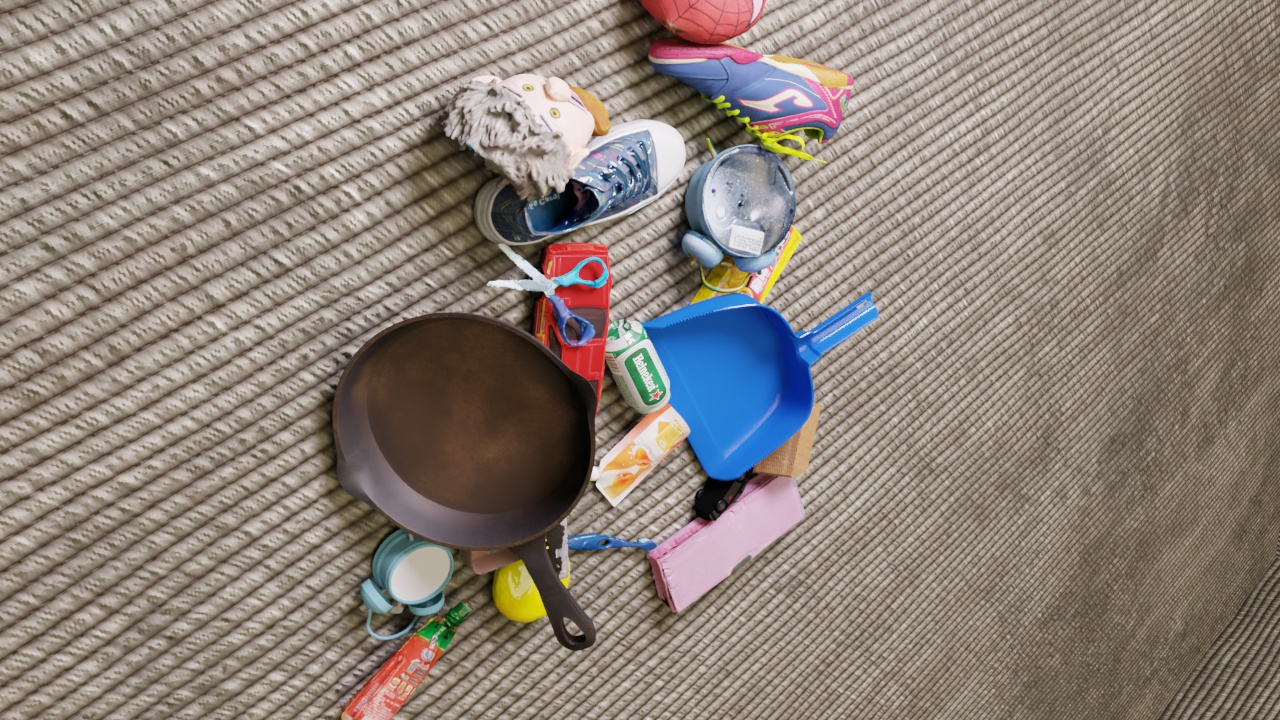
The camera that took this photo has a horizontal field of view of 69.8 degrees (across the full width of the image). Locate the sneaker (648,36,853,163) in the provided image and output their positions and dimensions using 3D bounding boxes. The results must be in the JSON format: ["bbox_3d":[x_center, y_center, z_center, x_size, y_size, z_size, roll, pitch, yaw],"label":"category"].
[{"bbox_3d":[0.112,-0.267,0.934,0.241,0.116,0.091,2,118,-29],"label":"sneaker"}]

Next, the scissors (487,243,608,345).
[{"bbox_3d":[-0.086,-0.058,0.853,0.133,0.015,0.103,1,93,-36],"label":"scissors"}]

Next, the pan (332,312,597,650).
[{"bbox_3d":[-0.124,0.114,0.824,0.249,0.043,0.356,-21,110,13],"label":"pan"}]

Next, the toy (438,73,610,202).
[{"bbox_3d":[-0.087,-0.207,0.796,0.175,0.132,0.076,-40,173,-46],"label":"toy"}]

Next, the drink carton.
[{"bbox_3d":[-0.003,0.105,1.030,0.122,0.039,0.069,-44,129,-11],"label":"drink carton"}]

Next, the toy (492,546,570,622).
[{"bbox_3d":[-0.115,0.234,0.976,0.095,0.041,0.094,19,91,-42],"label":"toy"}]

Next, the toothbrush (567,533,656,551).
[{"bbox_3d":[-0.034,0.209,1.052,0.132,0.016,0.021,11,98,-39],"label":"toothbrush"}]

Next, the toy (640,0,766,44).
[{"bbox_3d":[0.080,-0.391,0.864,0.147,0.099,0.216,35,79,-14],"label":"toy"}]

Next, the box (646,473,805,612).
[{"bbox_3d":[0.114,0.219,1.155,0.232,0.046,0.098,-29,123,-28],"label":"box"}]

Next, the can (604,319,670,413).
[{"bbox_3d":[-0.006,0.006,0.973,0.053,0.053,0.101,-41,127,-21],"label":"can"}]

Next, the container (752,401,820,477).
[{"bbox_3d":[0.179,0.091,1.140,0.063,0.061,0.114,-9,112,-55],"label":"container"}]

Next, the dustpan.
[{"bbox_3d":[0.151,-0.007,1.042,0.257,0.059,0.246,-33,123,-7],"label":"dustpan"}]

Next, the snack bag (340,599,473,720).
[{"bbox_3d":[-0.223,0.299,0.905,0.155,0.044,0.087,-47,157,-14],"label":"snack bag"}]

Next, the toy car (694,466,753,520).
[{"bbox_3d":[0.103,0.158,1.126,0.036,0.042,0.091,43,77,-38],"label":"toy car"}]

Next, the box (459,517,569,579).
[{"bbox_3d":[-0.131,0.108,0.880,0.107,0.095,0.216,-5,112,-12],"label":"box"}]

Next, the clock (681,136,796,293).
[{"bbox_3d":[0.102,-0.152,0.981,0.118,0.060,0.162,9,94,-27],"label":"clock"}]

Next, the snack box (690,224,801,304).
[{"bbox_3d":[0.123,-0.103,1.057,0.075,0.025,0.152,39,80,-40],"label":"snack box"}]

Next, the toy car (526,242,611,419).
[{"bbox_3d":[-0.070,-0.023,0.911,0.081,0.056,0.189,-6,107,-40],"label":"toy car"}]

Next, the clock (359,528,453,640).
[{"bbox_3d":[-0.225,0.214,0.883,0.087,0.042,0.123,19,99,-42],"label":"clock"}]

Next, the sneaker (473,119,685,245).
[{"bbox_3d":[-0.039,-0.162,0.867,0.234,0.079,0.087,-28,121,-29],"label":"sneaker"}]
